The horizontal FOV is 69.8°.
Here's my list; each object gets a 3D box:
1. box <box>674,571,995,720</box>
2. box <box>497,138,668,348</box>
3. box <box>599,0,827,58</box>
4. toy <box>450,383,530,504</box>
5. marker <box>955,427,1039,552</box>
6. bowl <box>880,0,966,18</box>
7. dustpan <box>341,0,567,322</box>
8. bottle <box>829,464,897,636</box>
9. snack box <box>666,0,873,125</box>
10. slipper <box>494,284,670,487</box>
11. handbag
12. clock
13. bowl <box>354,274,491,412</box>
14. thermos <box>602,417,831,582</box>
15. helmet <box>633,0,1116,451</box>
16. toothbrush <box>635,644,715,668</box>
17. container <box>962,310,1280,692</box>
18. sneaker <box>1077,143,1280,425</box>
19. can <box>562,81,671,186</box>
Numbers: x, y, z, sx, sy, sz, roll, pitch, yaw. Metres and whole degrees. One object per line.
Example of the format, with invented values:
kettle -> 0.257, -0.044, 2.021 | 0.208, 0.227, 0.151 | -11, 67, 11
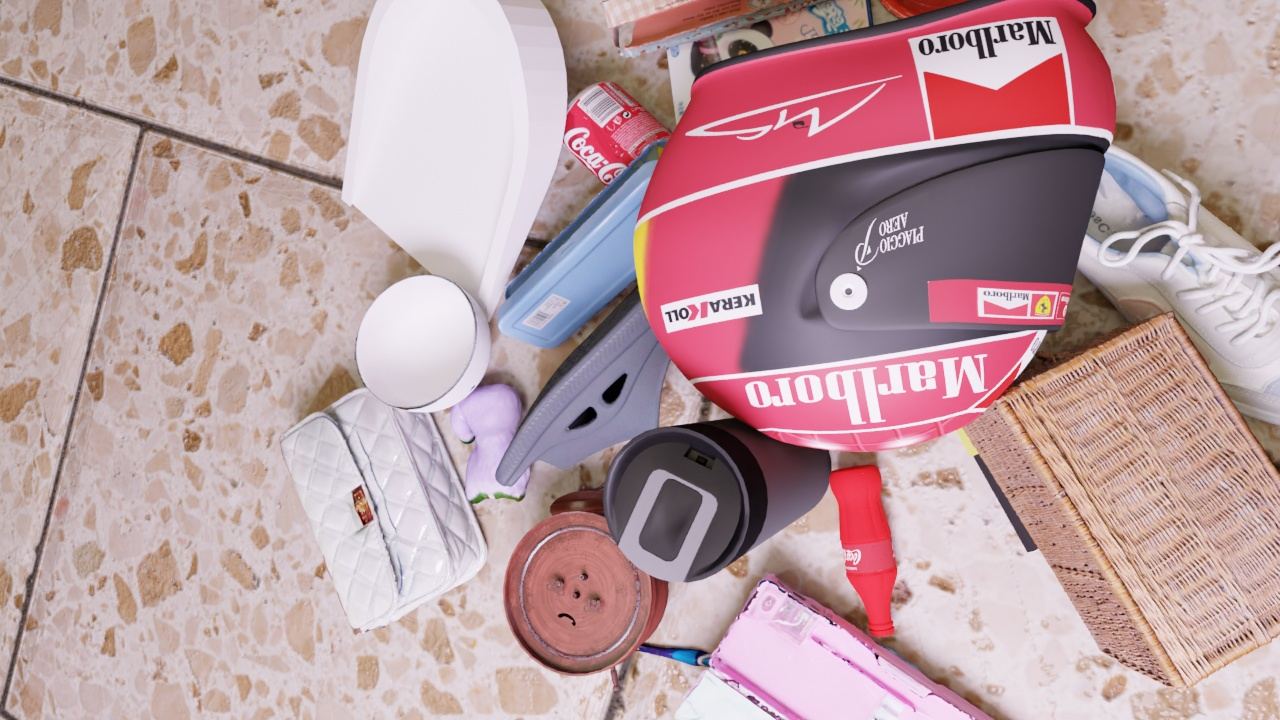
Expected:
box -> 0.144, 0.278, 0.646 | 0.230, 0.035, 0.159 | 33, 97, 14
box -> -0.030, -0.086, 0.702 | 0.211, 0.068, 0.058 | -38, 42, 37
box -> 0.063, -0.266, 0.670 | 0.188, 0.056, 0.064 | -9, 123, 24
toy -> -0.128, 0.071, 0.772 | 0.080, 0.036, 0.099 | -9, 81, 31
marker -> 0.241, 0.073, 0.631 | 0.017, 0.021, 0.124 | -30, 80, 19
bowl -> 0.219, -0.299, 0.634 | 0.131, 0.045, 0.130 | -1, 89, 21
dustpan -> -0.160, -0.182, 0.734 | 0.191, 0.053, 0.258 | 40, 122, 18
bottle -> 0.162, 0.135, 0.653 | 0.036, 0.036, 0.119 | -11, 86, 21
snack box -> 0.098, -0.222, 0.687 | 0.154, 0.033, 0.088 | -9, 86, 21
slipper -> -0.004, 0.004, 0.699 | 0.083, 0.110, 0.268 | 41, 100, -9
handbag -> -0.229, 0.124, 0.790 | 0.139, 0.072, 0.195 | -30, 78, 20
clock -> -0.030, 0.162, 0.702 | 0.121, 0.072, 0.157 | 22, 88, 21
bowl -> -0.173, -0.009, 0.767 | 0.113, 0.063, 0.113 | -5, 75, 18
thermos -> 0.060, 0.078, 0.585 | 0.082, 0.240, 0.082 | 0, 89, 22
helmet -> 0.131, -0.061, 0.528 | 0.271, 0.197, 0.224 | -8, 87, 18
toothbrush -> 0.046, 0.232, 0.708 | 0.189, 0.017, 0.016 | 3, 89, 22
container -> 0.296, 0.079, 0.552 | 0.113, 0.114, 0.198 | -29, 81, 3
sneaker -> 0.336, -0.048, 0.558 | 0.242, 0.090, 0.090 | 46, 103, 16
can -> -0.008, -0.162, 0.711 | 0.105, 0.064, 0.064 | 46, 105, 16
